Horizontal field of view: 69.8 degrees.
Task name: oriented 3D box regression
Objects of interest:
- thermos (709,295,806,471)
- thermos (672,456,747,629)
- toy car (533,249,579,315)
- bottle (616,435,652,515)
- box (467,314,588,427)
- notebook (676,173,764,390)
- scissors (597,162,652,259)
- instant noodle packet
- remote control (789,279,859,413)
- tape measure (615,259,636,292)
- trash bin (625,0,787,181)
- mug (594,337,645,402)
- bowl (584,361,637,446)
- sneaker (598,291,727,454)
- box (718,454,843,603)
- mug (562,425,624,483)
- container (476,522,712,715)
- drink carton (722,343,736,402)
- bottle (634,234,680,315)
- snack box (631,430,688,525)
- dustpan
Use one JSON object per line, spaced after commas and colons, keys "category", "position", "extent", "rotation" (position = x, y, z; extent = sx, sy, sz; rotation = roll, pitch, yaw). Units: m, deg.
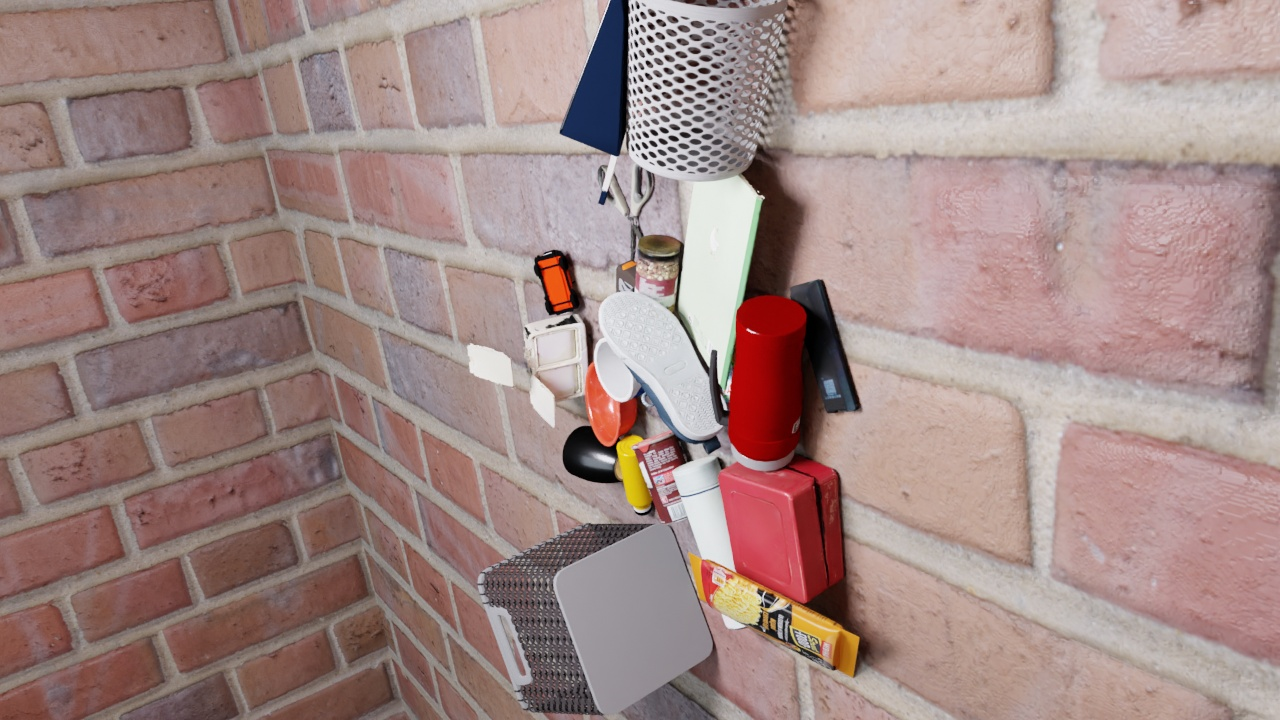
{"category": "thermos", "position": [0.132, 0.028, 1.047], "extent": [0.108, 0.083, 0.199], "rotation": [6, 129, 10]}
{"category": "thermos", "position": [0.110, 0.246, 1.250], "extent": [0.068, 0.067, 0.230], "rotation": [-20, 89, 58]}
{"category": "toy car", "position": [-0.129, -0.122, 1.430], "extent": [0.048, 0.051, 0.100], "rotation": [-50, -56, -76]}
{"category": "bottle", "position": [-0.005, 0.179, 1.395], "extent": [0.043, 0.043, 0.144], "rotation": [38, 149, 41]}
{"category": "box", "position": [-0.159, 0.030, 1.408], "extent": [0.105, 0.187, 0.144], "rotation": [-125, 26, -51]}
{"category": "notebook", "position": [0.087, -0.117, 1.085], "extent": [0.181, 0.010, 0.253], "rotation": [-115, 25, -50]}
{"category": "scissors", "position": [-0.015, -0.207, 1.248], "extent": [0.157, 0.012, 0.172], "rotation": [53, 145, 27]}
{"category": "instant noodle packet", "position": [0.162, 0.315, 1.132], "extent": [0.221, 0.032, 0.160], "rotation": [23, 152, 23]}
{"category": "remote control", "position": [0.199, -0.013, 1.014], "extent": [0.047, 0.022, 0.150], "rotation": [-14, 95, 58]}
{"category": "tape measure", "position": [-0.010, -0.102, 1.268], "extent": [0.059, 0.038, 0.058], "rotation": [39, 143, 34]}
{"category": "trash bin", "position": [0.060, -0.298, 0.952], "extent": [0.156, 0.156, 0.184], "rotation": [43, 141, 37]}
{"category": "mug", "position": [-0.008, 0.007, 1.277], "extent": [0.091, 0.090, 0.122], "rotation": [62, 147, 14]}
{"category": "bowl", "position": [-0.040, 0.062, 1.387], "extent": [0.131, 0.045, 0.130], "rotation": [171, 90, -66]}
{"category": "sneaker", "position": [0.030, 0.015, 1.179], "extent": [0.235, 0.089, 0.087], "rotation": [55, 167, 15]}
{"category": "box", "position": [0.173, 0.198, 1.113], "extent": [0.129, 0.087, 0.158], "rotation": [12, 116, 49]}
{"category": "mug", "position": [-0.055, 0.136, 1.444], "extent": [0.100, 0.084, 0.119], "rotation": [13, 87, 40]}
{"category": "container", "position": [-0.069, 0.400, 1.444], "extent": [0.244, 0.245, 0.247], "rotation": [-22, 88, 55]}
{"category": "drink carton", "position": [0.120, -0.003, 1.125], "extent": [0.044, 0.038, 0.129], "rotation": [21, 123, 51]}
{"category": "bottle", "position": [0.021, -0.106, 1.204], "extent": [0.056, 0.056, 0.105], "rotation": [38, 135, 41]}
{"category": "snack box", "position": [0.040, 0.166, 1.308], "extent": [0.072, 0.072, 0.121], "rotation": [-22, 89, 58]}
{"category": "dustpan", "position": [-0.029, -0.312, 1.056], "extent": [0.235, 0.080, 0.274], "rotation": [-82, 16, -58]}
